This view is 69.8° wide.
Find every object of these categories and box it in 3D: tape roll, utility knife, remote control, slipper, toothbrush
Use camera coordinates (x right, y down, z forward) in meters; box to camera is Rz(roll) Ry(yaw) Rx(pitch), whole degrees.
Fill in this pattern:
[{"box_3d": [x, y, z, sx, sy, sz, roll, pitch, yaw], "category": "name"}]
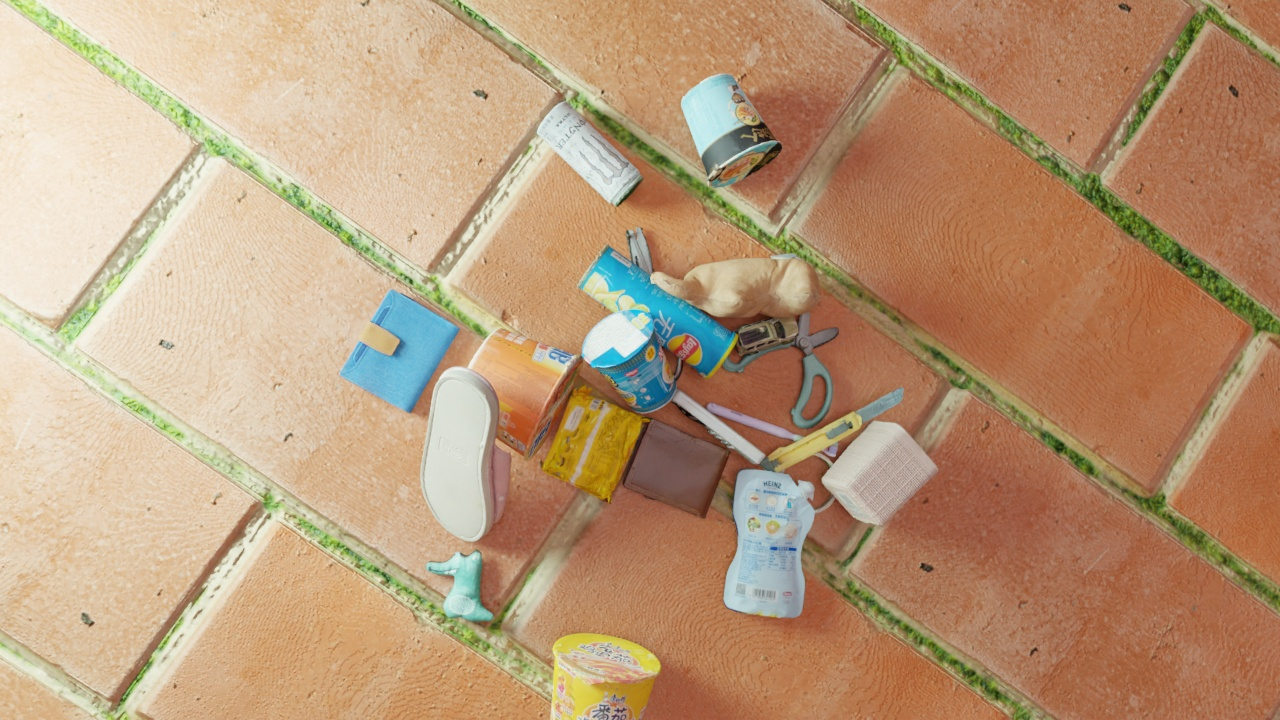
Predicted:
[{"box_3d": [0.228, 0.166, 1.249, 0.086, 0.014, 0.085, 0, 87, -6], "category": "tape roll"}, {"box_3d": [0.259, 0.095, 1.234, 0.219, 0.022, 0.031, -29, 99, -6], "category": "utility knife"}, {"box_3d": [0.098, 0.088, 1.217, 0.150, 0.058, 0.021, 37, 85, -3], "category": "remote control"}, {"box_3d": [-0.210, 0.115, 1.122, 0.114, 0.054, 0.275, 23, 129, 16], "category": "slipper"}, {"box_3d": [0.178, 0.092, 1.244, 0.189, 0.021, 0.029, 18, 53, -5], "category": "toothbrush"}]

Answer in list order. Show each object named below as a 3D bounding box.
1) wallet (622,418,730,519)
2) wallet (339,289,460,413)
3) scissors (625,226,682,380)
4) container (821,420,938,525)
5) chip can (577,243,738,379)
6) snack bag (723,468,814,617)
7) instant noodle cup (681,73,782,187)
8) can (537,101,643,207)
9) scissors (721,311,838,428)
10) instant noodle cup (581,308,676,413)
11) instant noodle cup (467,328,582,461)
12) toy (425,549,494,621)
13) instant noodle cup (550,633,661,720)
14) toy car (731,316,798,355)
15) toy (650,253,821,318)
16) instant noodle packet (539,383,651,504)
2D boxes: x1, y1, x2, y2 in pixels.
[{"box_3d": [0.048, 0.144, 1.224, 0.124, 0.032, 0.101, 22, 88, -4], "category": "wallet"}, {"box_3d": [-0.312, -0.013, 1.191, 0.106, 0.040, 0.133, 31, 84, -8], "category": "wallet"}, {"box_3d": [-0.004, -0.068, 1.235, 0.207, 0.015, 0.192, 44, 85, -2], "category": "scissors"}, {"box_3d": [0.313, 0.151, 1.214, 0.110, 0.090, 0.090, -45, 99, -10], "category": "container"}, {"box_3d": [0.022, -0.063, 1.195, 0.210, 0.071, 0.071, 35, 84, -3], "category": "chip can"}, {"box_3d": [0.172, 0.243, 1.223, 0.110, 0.039, 0.191, 6, 90, 8], "category": "snack bag"}, {"box_3d": [0.112, -0.309, 1.219, 0.111, 0.111, 0.120, -25, 83, -7], "category": "instant noodle cup"}, {"box_3d": [-0.066, -0.273, 1.217, 0.146, 0.058, 0.058, 44, 84, -2], "category": "can"}, {"box_3d": [0.204, 0.016, 1.250, 0.170, 0.019, 0.179, -18, 86, -7], "category": "scissors"}, {"box_3d": [-0.007, 0.007, 1.163, 0.099, 0.099, 0.110, -38, 130, -7], "category": "instant noodle cup"}, {"box_3d": [-0.155, 0.036, 1.154, 0.111, 0.151, 0.151, 26, 85, 4], "category": "instant noodle cup"}, {"box_3d": [-0.233, 0.290, 1.188, 0.096, 0.030, 0.092, 5, 82, 2], "category": "toy"}, {"box_3d": [-0.052, 0.421, 1.153, 0.138, 0.138, 0.110, 11, 94, -5], "category": "instant noodle cup"}, {"box_3d": [0.169, -0.036, 1.227, 0.090, 0.035, 0.042, -17, 82, -8], "category": "toy car"}, {"box_3d": [0.119, -0.095, 1.189, 0.226, 0.143, 0.082, -2, 99, -9], "category": "toy"}, {"box_3d": [-0.060, 0.107, 1.201, 0.111, 0.044, 0.128, 24, 83, 8], "category": "instant noodle packet"}]
